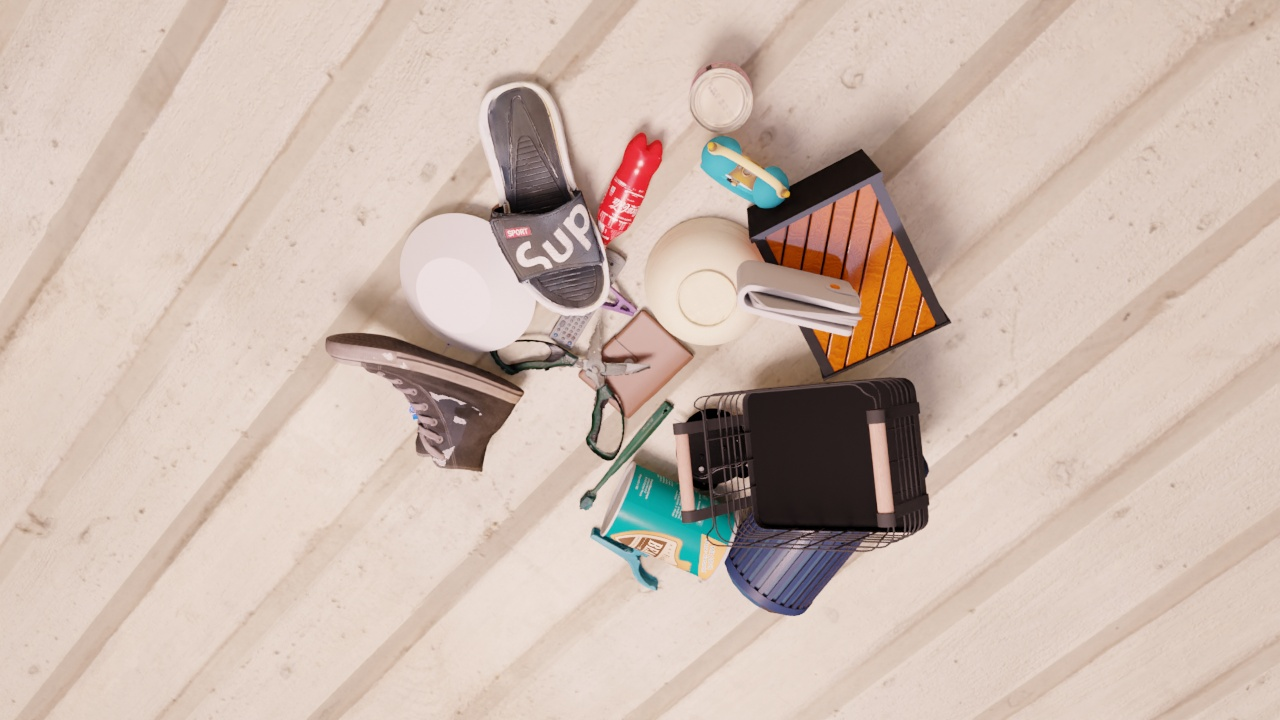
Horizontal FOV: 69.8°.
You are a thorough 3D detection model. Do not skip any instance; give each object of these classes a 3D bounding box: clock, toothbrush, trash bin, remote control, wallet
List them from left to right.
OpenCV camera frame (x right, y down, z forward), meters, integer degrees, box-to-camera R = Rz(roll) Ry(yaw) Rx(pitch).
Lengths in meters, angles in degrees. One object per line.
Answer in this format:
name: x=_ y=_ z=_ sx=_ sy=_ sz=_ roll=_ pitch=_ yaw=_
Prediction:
remote control: x=-0.063 y=-0.073 z=1.087 sx=0.033 sy=0.013 sz=0.137 roll=31 pitch=112 yaw=-7
toothbrush: x=-0.020 y=0.123 z=1.161 sx=0.016 sy=0.017 sz=0.190 roll=36 pitch=111 yaw=-8
wallet: x=-0.007 y=0.007 z=1.113 sx=0.087 sy=0.013 sz=0.121 roll=42 pitch=112 yaw=-11
clock: x=0.093 y=0.114 z=1.131 sx=0.091 sy=0.042 sz=0.121 roll=-22 pitch=108 yaw=14
clock: x=0.106 y=-0.195 z=0.961 sx=0.099 sy=0.129 sz=0.044 roll=31 pitch=93 yaw=-6
wallet: x=0.149 y=-0.056 z=0.865 sx=0.118 sy=0.115 sz=0.038 roll=13 pitch=112 yaw=0
trash bin: x=0.210 y=0.182 z=1.098 sx=0.139 sy=0.139 sz=0.250 roll=29 pitch=113 yaw=-6
trash bin: x=0.216 y=-0.105 z=0.978 sx=0.140 sy=0.139 sz=0.172 roll=-26 pitch=107 yaw=15

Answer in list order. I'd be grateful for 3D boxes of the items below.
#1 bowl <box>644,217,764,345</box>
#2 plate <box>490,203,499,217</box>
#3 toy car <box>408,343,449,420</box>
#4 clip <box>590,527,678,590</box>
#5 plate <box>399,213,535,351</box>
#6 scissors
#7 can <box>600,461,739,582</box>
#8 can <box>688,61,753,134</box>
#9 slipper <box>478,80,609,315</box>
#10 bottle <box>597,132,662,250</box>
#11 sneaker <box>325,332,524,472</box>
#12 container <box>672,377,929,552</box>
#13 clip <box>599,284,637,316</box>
bowl: x=0.076 y=-0.080 z=1.038 sx=0.151 sy=0.075 sz=0.151 roll=2 pitch=112 yaw=4
plate: x=-0.118 y=-0.136 z=1.060 sx=0.131 sy=0.025 sz=0.131 roll=2 pitch=112 yaw=5
toy car: x=-0.261 y=0.025 z=1.141 sx=0.062 sy=0.033 sz=0.092 roll=-7 pitch=107 yaw=-4
clip: x=0.010 y=0.239 z=1.201 sx=0.120 sy=0.030 sz=0.130 roll=-27 pitch=108 yaw=20
plate: x=-0.210 y=-0.081 z=1.068 sx=0.174 sy=0.036 sz=0.174 roll=7 pitch=118 yaw=14
scissors: x=-0.078 y=0.040 z=1.127 sx=0.202 sy=0.015 sz=0.206 roll=0 pitch=118 yaw=17
can: x=0.036 y=0.200 z=1.141 sx=0.144 sy=0.099 sz=0.099 roll=25 pitch=112 yaw=-5
can: x=0.084 y=-0.275 z=0.957 sx=0.067 sy=0.076 sz=0.067 roll=2 pitch=112 yaw=5
slipper: x=-0.110 y=-0.173 z=1.000 sx=0.111 sy=0.063 sz=0.264 roll=-14 pitch=95 yaw=4
bottle: x=-0.018 y=-0.183 z=1.023 sx=0.042 sy=0.041 sz=0.142 roll=25 pitch=112 yaw=-5
sneaker: x=-0.267 y=0.047 z=1.084 sx=0.234 sy=0.095 sz=0.120 roll=22 pitch=94 yaw=-26
container: x=0.170 y=0.107 z=0.956 sx=0.242 sy=0.130 sz=0.163 roll=-7 pitch=88 yaw=39
clip: x=-0.025 y=-0.068 z=1.079 sx=0.050 sy=0.013 sz=0.029 roll=25 pitch=115 yaw=-28
